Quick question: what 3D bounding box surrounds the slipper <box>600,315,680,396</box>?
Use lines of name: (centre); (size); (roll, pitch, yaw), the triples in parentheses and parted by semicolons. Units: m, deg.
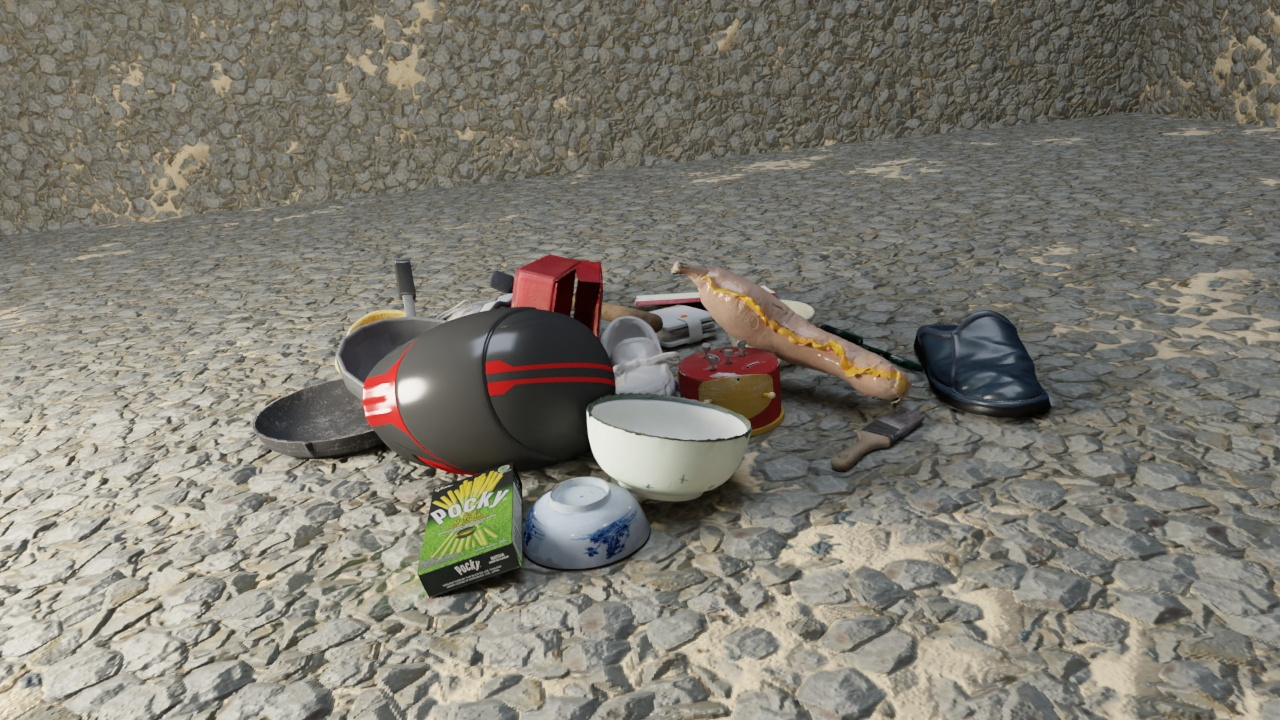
slipper: (-0.007, 0.006, 1.122); (0.112, 0.075, 0.246); (-20, 21, 4)

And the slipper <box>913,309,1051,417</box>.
slipper: (0.381, -0.017, 1.050); (0.109, 0.083, 0.265); (-2, 21, 2)

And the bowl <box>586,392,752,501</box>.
bowl: (0.023, 0.083, 0.855); (0.153, 0.073, 0.153); (6, 11, -1)

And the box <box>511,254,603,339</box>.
box: (-0.103, -0.041, 1.117); (0.112, 0.158, 0.134); (6, 18, 0)

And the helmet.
helmet: (-0.123, 0.028, 0.918); (0.170, 0.164, 0.264); (-15, -11, 39)

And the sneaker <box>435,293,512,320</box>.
sneaker: (-0.239, -0.034, 1.254); (0.129, 0.097, 0.262); (-7, 16, 3)

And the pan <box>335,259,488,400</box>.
pan: (-0.277, -0.036, 1.115); (0.178, 0.041, 0.357); (0, 32, -19)

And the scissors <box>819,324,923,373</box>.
scissors: (0.242, -0.029, 1.136); (0.142, 0.015, 0.210); (19, 4, -27)

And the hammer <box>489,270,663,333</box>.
hammer: (-0.087, -0.081, 1.334); (0.322, 0.040, 0.129); (17, -2, 45)

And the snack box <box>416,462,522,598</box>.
snack box: (-0.145, 0.144, 0.803); (0.080, 0.025, 0.147); (-19, 20, 0)

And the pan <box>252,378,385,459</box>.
pan: (-0.270, 0.063, 1.070); (0.357, 0.040, 0.207); (-2, 20, 7)

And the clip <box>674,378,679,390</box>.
clip: (0.053, 0.034, 1.099); (0.052, 0.014, 0.042); (13, 29, 34)

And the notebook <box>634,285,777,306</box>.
notebook: (0.096, -0.099, 1.410); (0.209, 0.012, 0.153); (-4, 8, 2)

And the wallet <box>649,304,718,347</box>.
wallet: (0.059, -0.054, 1.308); (0.115, 0.037, 0.118); (-16, 19, -26)

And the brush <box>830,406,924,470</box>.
brush: (0.238, 0.078, 0.927); (0.039, 0.012, 0.150); (15, 28, 43)

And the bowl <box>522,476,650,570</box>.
bowl: (-0.050, 0.133, 0.802); (0.114, 0.045, 0.114); (-5, 20, 2)

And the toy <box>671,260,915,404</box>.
toy: (0.169, -0.028, 1.015); (0.264, 0.065, 0.196); (31, 3, 39)

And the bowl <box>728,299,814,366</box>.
bowl: (0.165, -0.033, 1.179); (0.115, 0.062, 0.115); (-5, 20, 2)

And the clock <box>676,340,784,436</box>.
clock: (0.096, 0.019, 1.025); (0.117, 0.081, 0.158); (-7, 20, -3)

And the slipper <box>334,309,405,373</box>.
slipper: (-0.343, -0.027, 1.210); (0.111, 0.079, 0.261); (-3, 7, -6)
